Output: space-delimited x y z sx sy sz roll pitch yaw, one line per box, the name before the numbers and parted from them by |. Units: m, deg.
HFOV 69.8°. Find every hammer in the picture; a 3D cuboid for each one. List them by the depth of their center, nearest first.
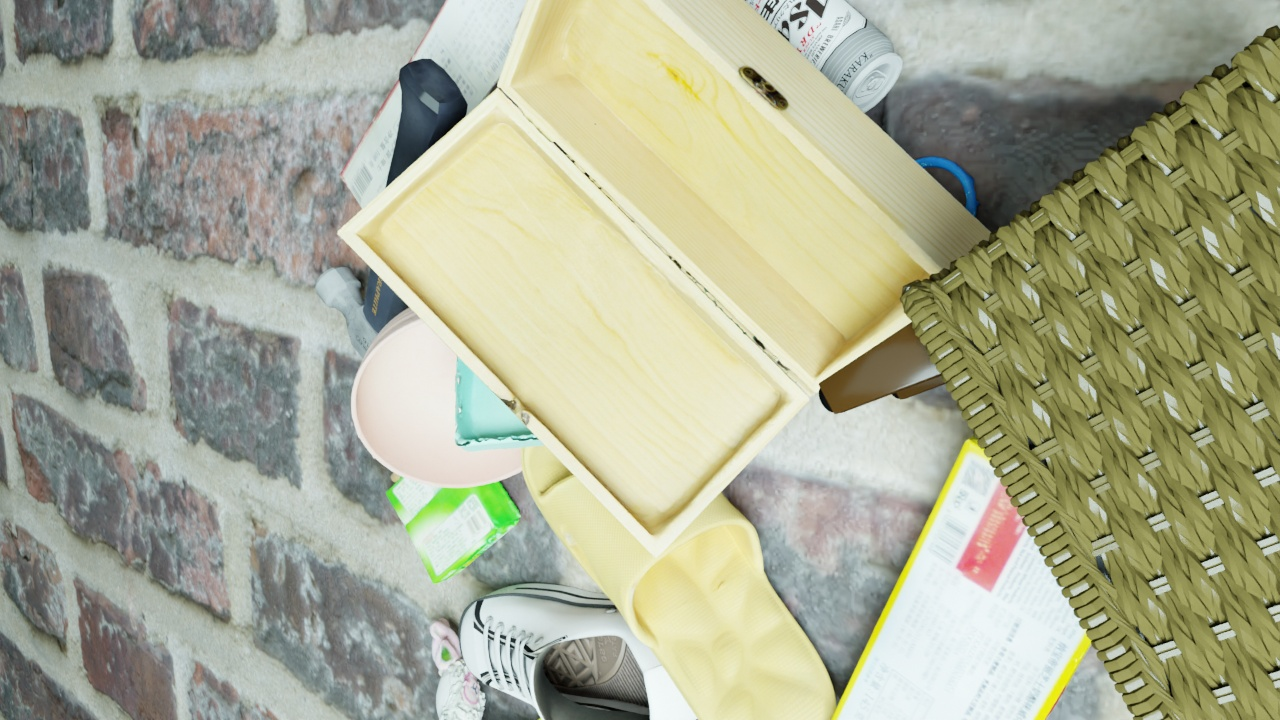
hammer | -0.178 -0.091 0.669 0.139 0.035 0.313 50 144 13

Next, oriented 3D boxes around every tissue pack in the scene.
tissue pack | -0.157 0.118 0.753 0.114 0.034 0.099 -43 73 35

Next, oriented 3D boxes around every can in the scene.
can | 0.091 -0.181 0.496 0.106 0.043 0.044 51 124 21

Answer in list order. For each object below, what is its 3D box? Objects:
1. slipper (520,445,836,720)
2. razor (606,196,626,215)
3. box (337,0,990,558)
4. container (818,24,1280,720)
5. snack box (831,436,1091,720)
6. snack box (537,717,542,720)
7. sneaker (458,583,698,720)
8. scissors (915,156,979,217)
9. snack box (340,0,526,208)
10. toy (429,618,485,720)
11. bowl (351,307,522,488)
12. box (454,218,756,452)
slipper | 0.027 0.124 0.554 0.263 0.099 0.079 54 159 14
razor | 0.000 -0.103 0.577 0.044 0.021 0.144 51 153 -20
box | 0.003 -0.064 0.485 0.247 0.118 0.253 45 109 3
container | 0.226 0.073 0.314 0.205 0.176 0.321 -31 77 24
snack box | 0.177 0.144 0.479 0.092 0.042 0.201 31 115 31
snack box | -0.114 0.323 0.676 0.026 0.148 0.061 -44 70 36
sneaker | -0.057 0.220 0.646 0.246 0.097 0.091 -3 95 39
scissors | 0.165 -0.046 0.478 0.127 0.013 0.125 -39 72 41
snack box | -0.135 -0.203 0.679 0.274 0.044 0.076 -43 76 36
toy | -0.152 0.264 0.758 0.096 0.041 0.108 111 145 -67
bowl | -0.130 0.011 0.661 0.153 0.153 0.076 -63 26 27
box | -0.023 -0.018 0.554 0.187 0.055 0.138 -4 85 4
